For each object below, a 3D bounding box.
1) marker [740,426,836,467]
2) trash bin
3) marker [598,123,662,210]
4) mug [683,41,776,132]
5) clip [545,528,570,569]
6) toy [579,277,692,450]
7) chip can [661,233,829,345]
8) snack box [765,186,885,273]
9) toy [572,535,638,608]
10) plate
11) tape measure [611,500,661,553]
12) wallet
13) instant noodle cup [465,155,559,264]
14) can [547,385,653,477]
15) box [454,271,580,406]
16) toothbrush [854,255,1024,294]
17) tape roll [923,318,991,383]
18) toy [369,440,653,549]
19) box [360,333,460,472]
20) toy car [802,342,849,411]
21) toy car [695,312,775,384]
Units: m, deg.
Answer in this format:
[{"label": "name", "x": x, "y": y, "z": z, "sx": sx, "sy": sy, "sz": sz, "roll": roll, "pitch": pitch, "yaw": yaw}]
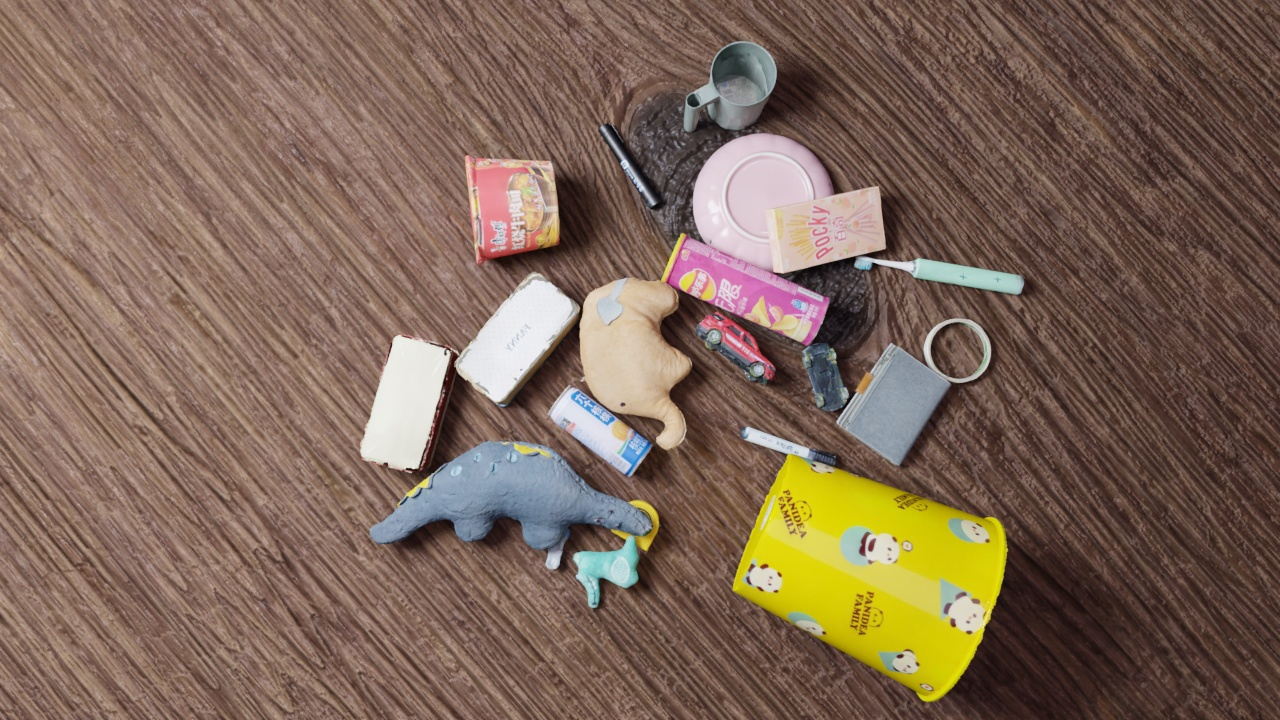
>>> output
[{"label": "marker", "x": 0.195, "y": 0.113, "z": 1.204, "sx": 0.131, "sy": 0.018, "sz": 0.022, "roll": 20, "pitch": 77, "yaw": 0}, {"label": "trash bin", "x": 0.263, "y": 0.245, "z": 1.100, "sx": 0.255, "sy": 0.229, "sz": 0.229, "roll": 23, "pitch": 85, "yaw": 7}, {"label": "marker", "x": -0.013, "y": -0.261, "z": 1.233, "sx": 0.022, "sy": 0.020, "sz": 0.132, "roll": -30, "pitch": 84, "yaw": -32}, {"label": "mug", "x": 0.111, "y": -0.346, "z": 1.198, "sx": 0.124, "sy": 0.103, "sz": 0.083, "roll": -28, "pitch": 86, "yaw": -2}, {"label": "clip", "x": -0.110, "y": 0.243, "z": 1.190, "sx": 0.024, "sy": 0.029, "sz": 0.057, "roll": 16, "pitch": 79, "yaw": -1}, {"label": "toy", "x": -0.007, "y": 0.007, "z": 1.180, "sx": 0.143, "sy": 0.082, "sz": 0.226, "roll": -12, "pitch": 88, "yaw": 14}, {"label": "chip can", "x": 0.136, "y": -0.091, "z": 1.194, "sx": 0.210, "sy": 0.071, "sz": 0.071, "roll": 24, "pitch": 85, "yaw": 1}, {"label": "snack box", "x": 0.242, "y": -0.170, "z": 1.194, "sx": 0.157, "sy": 0.026, "sz": 0.084, "roll": -15, "pitch": 104, "yaw": -16}, {"label": "toy", "x": -0.045, "y": 0.271, "z": 1.179, "sx": 0.092, "sy": 0.030, "sz": 0.096, "roll": -1, "pitch": 93, "yaw": 20}, {"label": "plate", "x": 0.167, "y": -0.212, "z": 1.219, "sx": 0.192, "sy": 0.039, "sz": 0.192, "roll": 0, "pitch": 86, "yaw": -1}, {"label": "tape measure", "x": -0.004, "y": 0.210, "z": 1.188, "sx": 0.060, "sy": 0.029, "sz": 0.057, "roll": 29, "pitch": 86, "yaw": 2}, {"label": "wallet", "x": 0.330, "y": 0.056, "z": 1.201, "sx": 0.106, "sy": 0.037, "sz": 0.129, "roll": 34, "pitch": 87, "yaw": -9}, {"label": "instant noodle cup", "x": -0.163, "y": -0.197, "z": 1.175, "sx": 0.108, "sy": 0.138, "sz": 0.138, "roll": -7, "pitch": 85, "yaw": -10}, {"label": "can", "x": -0.052, "y": 0.091, "z": 1.185, "sx": 0.134, "sy": 0.053, "sz": 0.053, "roll": 36, "pitch": 86, "yaw": 2}, {"label": "box", "x": -0.162, "y": -0.022, "z": 1.193, "sx": 0.090, "sy": 0.059, "sz": 0.184, "roll": 42, "pitch": 88, "yaw": 3}, {"label": "toothbrush", "x": 0.397, "y": -0.118, "z": 1.220, "sx": 0.224, "sy": 0.026, "sz": 0.027, "roll": 10, "pitch": 107, "yaw": 0}, {"label": "tape roll", "x": 0.421, "y": -0.013, "z": 1.218, "sx": 0.086, "sy": 0.014, "sz": 0.085, "roll": 0, "pitch": 85, "yaw": -1}, {"label": "toy", "x": -0.161, "y": 0.171, "z": 1.158, "sx": 0.356, "sy": 0.091, "sz": 0.138, "roll": 1, "pitch": 85, "yaw": 1}, {"label": "box", "x": -0.297, "y": 0.054, "z": 1.174, "sx": 0.091, "sy": 0.077, "sz": 0.168, "roll": 15, "pitch": 85, "yaw": 0}, {"label": "toy car", "x": 0.241, "y": 0.022, "z": 1.204, "sx": 0.043, "sy": 0.034, "sz": 0.090, "roll": -19, "pitch": 88, "yaw": -5}, {"label": "toy car", "x": 0.127, "y": -0.016, "z": 1.196, "sx": 0.120, "sy": 0.053, "sz": 0.045, "roll": 41, "pitch": 84, "yaw": 4}]
